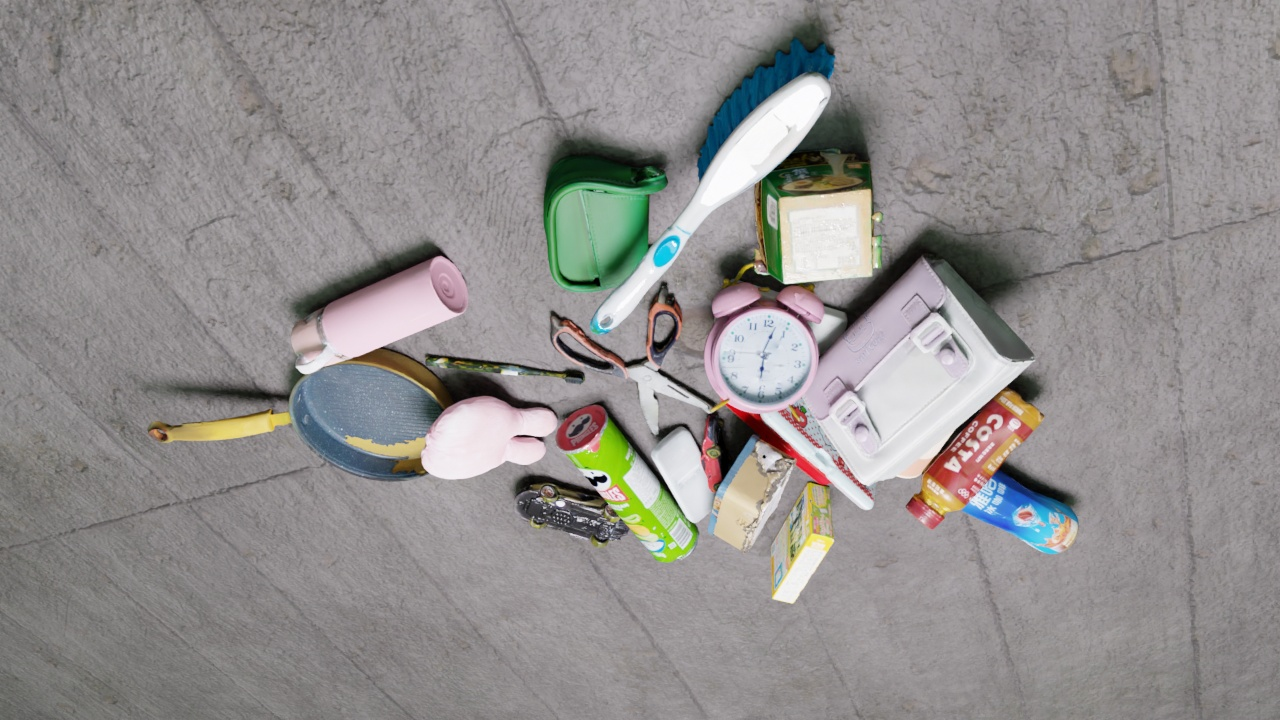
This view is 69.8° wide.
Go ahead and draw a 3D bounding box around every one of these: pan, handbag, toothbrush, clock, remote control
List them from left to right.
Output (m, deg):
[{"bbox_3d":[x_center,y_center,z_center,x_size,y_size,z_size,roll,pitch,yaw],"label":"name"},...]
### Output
[{"bbox_3d":[-0.400,0.074,1.097,0.357,0.078,0.198,4,130,3],"label":"pan"},{"bbox_3d":[-0.157,0.012,1.057,0.186,0.017,0.012,7,111,1],"label":"toothbrush"},{"bbox_3d":[-0.035,-0.132,0.895,0.120,0.067,0.131,-1,129,-4],"label":"handbag"},{"bbox_3d":[0.058,0.141,1.128,0.055,0.020,0.136,-39,126,-14],"label":"remote control"},{"bbox_3d":[0.124,-0.022,0.922,0.117,0.060,0.158,5,92,3],"label":"clock"},{"bbox_3d":[0.149,-0.044,0.975,0.135,0.019,0.056,15,130,-7],"label":"remote control"},{"bbox_3d":[0.263,0.010,0.917,0.098,0.145,0.197,0,139,-46],"label":"handbag"}]

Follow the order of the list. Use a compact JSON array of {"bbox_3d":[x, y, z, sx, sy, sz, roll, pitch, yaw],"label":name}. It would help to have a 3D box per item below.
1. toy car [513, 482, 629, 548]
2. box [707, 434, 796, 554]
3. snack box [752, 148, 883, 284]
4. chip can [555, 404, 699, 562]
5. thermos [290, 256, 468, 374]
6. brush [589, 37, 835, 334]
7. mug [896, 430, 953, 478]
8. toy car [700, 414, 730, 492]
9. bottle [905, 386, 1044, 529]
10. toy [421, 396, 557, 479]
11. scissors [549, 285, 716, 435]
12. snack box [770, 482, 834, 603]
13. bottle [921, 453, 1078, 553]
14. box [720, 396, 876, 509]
[{"bbox_3d":[-0.087,0.196,1.192,0.158,0.042,0.070,17,130,-10],"label":"toy car"},{"bbox_3d":[0.127,0.162,1.073,0.062,0.089,0.185,32,155,13],"label":"box"},{"bbox_3d":[0.159,-0.124,0.828,0.117,0.105,0.118,-5,110,7],"label":"snack box"},{"bbox_3d":[-0.012,0.158,1.132,0.072,0.072,0.236,-21,126,22],"label":"chip can"},{"bbox_3d":[-0.285,-0.042,0.980,0.199,0.087,0.067,-19,124,19],"label":"thermos"},{"bbox_3d":[0.056,-0.149,0.831,0.060,0.109,0.315,33,124,-22],"label":"brush"},{"bbox_3d":[0.288,0.058,1.011,0.114,0.081,0.106,26,128,0],"label":"mug"},{"bbox_3d":[0.088,0.111,1.095,0.031,0.049,0.106,-1,133,12],"label":"toy car"},{"bbox_3d":[0.366,0.110,1.017,0.057,0.057,0.175,34,101,-22],"label":"bottle"},{"bbox_3d":[-0.179,0.093,1.084,0.159,0.054,0.122,3,129,-34],"label":"toy"},{"bbox_3d":[-0.006,0.005,1.036,0.189,0.015,0.223,2,130,4],"label":"scissors"},{"bbox_3d":[0.203,0.232,1.162,0.033,0.086,0.141,13,130,-4],"label":"snack box"},{"bbox_3d":[0.421,0.162,1.094,0.218,0.065,0.065,27,128,-15],"label":"bottle"},{"bbox_3d":[0.184,0.094,1.037,0.095,0.101,0.201,-35,119,29],"label":"box"}]
